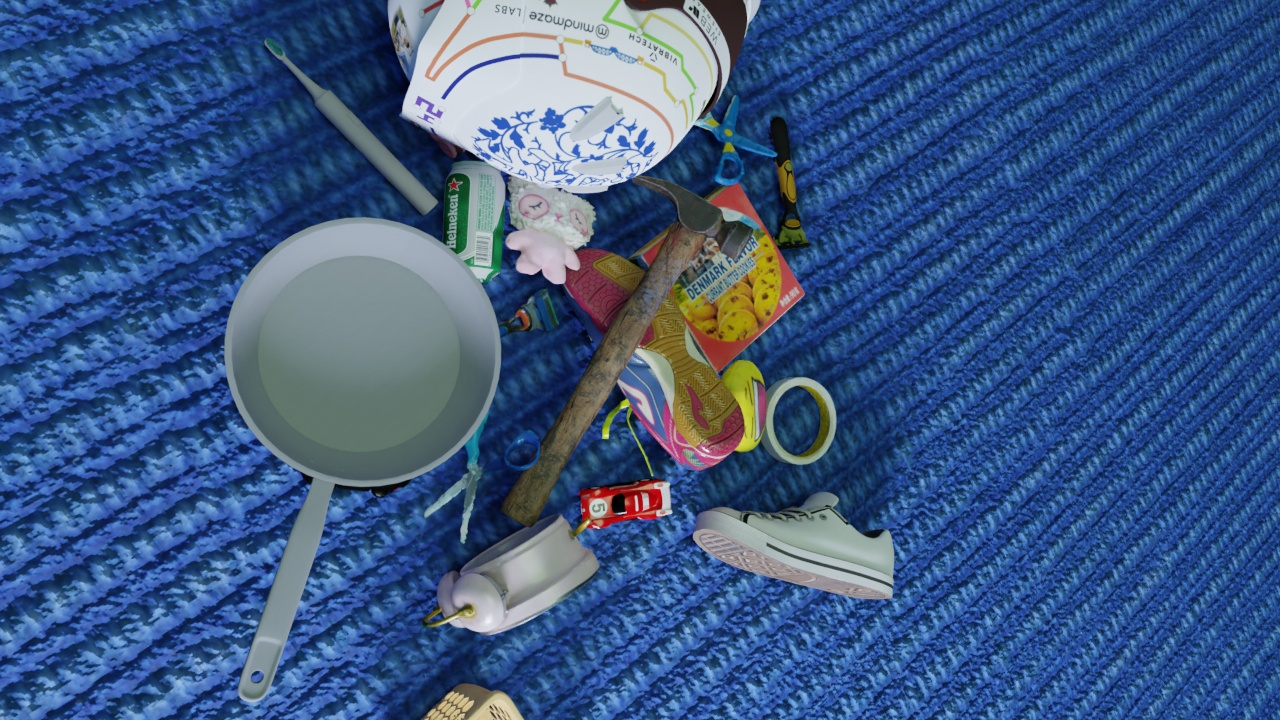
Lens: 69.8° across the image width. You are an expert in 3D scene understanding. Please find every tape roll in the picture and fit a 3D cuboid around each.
[{"bbox_3d":[0.169,0.065,0.992,0.094,0.019,0.094,1,89,-27],"label":"tape roll"}]

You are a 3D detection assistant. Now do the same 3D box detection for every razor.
[{"bbox_3d":[0.157,-0.192,0.994,0.044,0.021,0.144,-8,90,-27],"label":"razor"},{"bbox_3d":[-0.140,-0.020,0.834,0.140,0.018,0.044,-31,127,-22],"label":"razor"}]

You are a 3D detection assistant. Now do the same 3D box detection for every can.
[{"bbox_3d":[-0.148,-0.122,0.813,0.053,0.053,0.101,4,87,-27],"label":"can"}]

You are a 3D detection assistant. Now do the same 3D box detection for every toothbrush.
[{"bbox_3d":[-0.246,-0.199,0.783,0.188,0.019,0.018,47,67,-19],"label":"toothbrush"}]

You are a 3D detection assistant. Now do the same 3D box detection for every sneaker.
[{"bbox_3d":[0.170,0.177,0.956,0.245,0.091,0.097,19,68,-23],"label":"sneaker"},{"bbox_3d":[-0.004,0.005,0.879,0.116,0.091,0.242,-33,84,-30],"label":"sneaker"}]

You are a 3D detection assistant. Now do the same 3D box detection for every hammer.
[{"bbox_3d":[-0.033,-0.006,0.815,0.120,0.033,0.330,31,86,5],"label":"hammer"}]

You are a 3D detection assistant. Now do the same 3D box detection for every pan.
[{"bbox_3d":[-0.228,0.067,0.681,0.200,0.051,0.356,22,79,-24],"label":"pan"}]

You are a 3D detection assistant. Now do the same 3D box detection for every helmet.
[{"bbox_3d":[-0.050,-0.260,0.766,0.314,0.231,0.235,5,78,-21],"label":"helmet"}]

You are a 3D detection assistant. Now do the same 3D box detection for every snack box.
[{"bbox_3d":[0.079,-0.085,0.937,0.142,0.040,0.145,-40,106,-23],"label":"snack box"}]

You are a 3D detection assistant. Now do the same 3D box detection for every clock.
[{"bbox_3d":[-0.114,0.190,0.790,0.157,0.117,0.059,-28,90,-26],"label":"clock"}]

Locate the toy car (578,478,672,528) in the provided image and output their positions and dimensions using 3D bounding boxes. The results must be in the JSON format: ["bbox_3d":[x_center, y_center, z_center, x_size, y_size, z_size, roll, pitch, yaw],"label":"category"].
[{"bbox_3d":[-0.015,0.138,0.890,0.089,0.025,0.038,-5,91,-28],"label":"toy car"}]

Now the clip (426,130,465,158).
[{"bbox_3d":[-0.183,-0.207,0.816,0.045,0.023,0.060,-15,94,-22],"label":"clip"}]

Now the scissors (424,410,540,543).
[{"bbox_3d":[-0.136,0.097,0.798,0.014,0.119,0.129,38,58,-59],"label":"scissors"}]

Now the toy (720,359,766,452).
[{"bbox_3d":[0.104,0.047,0.933,0.094,0.041,0.095,-19,109,-61],"label":"toy"}]

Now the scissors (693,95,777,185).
[{"bbox_3d":[0.084,-0.232,0.945,0.130,0.014,0.125,27,56,-15],"label":"scissors"}]

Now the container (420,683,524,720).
[{"bbox_3d":[-0.115,0.375,0.752,0.129,0.167,0.183,-40,107,-23],"label":"container"}]

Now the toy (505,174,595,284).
[{"bbox_3d":[-0.083,-0.121,0.840,0.095,0.041,0.108,19,59,-23],"label":"toy"}]

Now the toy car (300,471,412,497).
[{"bbox_3d":[-0.236,0.090,0.770,0.091,0.042,0.036,10,58,-26],"label":"toy car"}]
